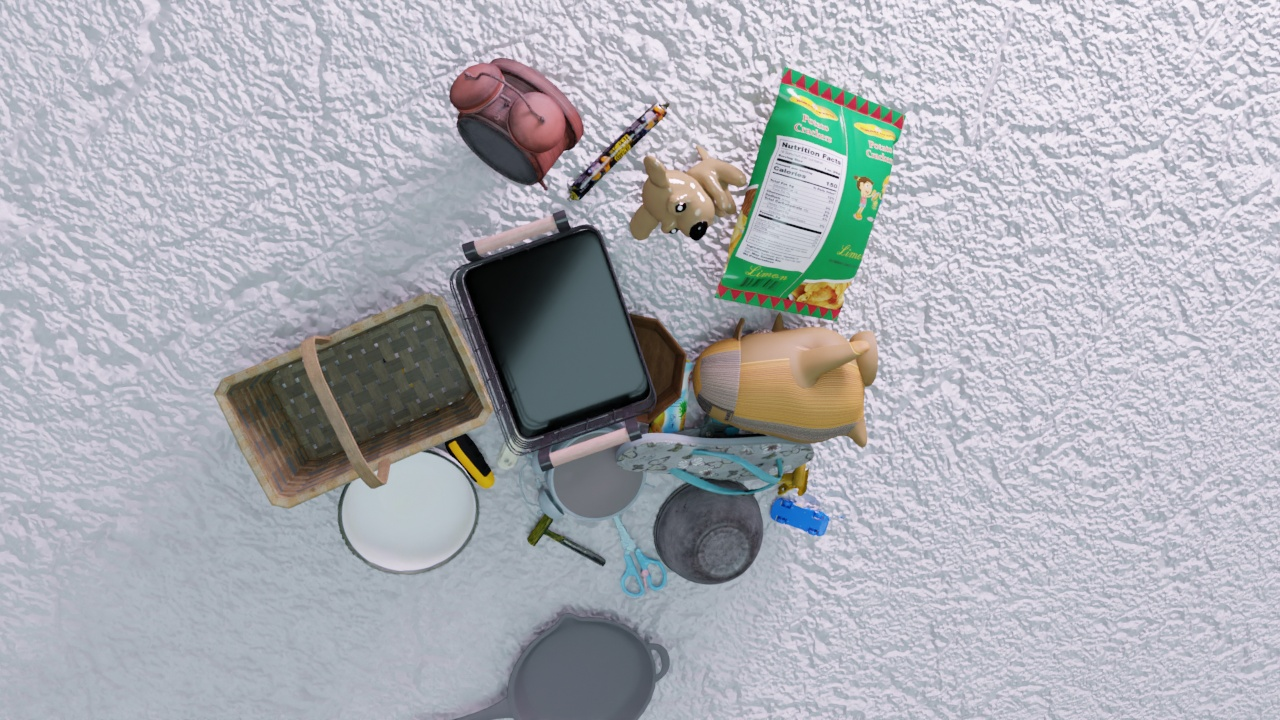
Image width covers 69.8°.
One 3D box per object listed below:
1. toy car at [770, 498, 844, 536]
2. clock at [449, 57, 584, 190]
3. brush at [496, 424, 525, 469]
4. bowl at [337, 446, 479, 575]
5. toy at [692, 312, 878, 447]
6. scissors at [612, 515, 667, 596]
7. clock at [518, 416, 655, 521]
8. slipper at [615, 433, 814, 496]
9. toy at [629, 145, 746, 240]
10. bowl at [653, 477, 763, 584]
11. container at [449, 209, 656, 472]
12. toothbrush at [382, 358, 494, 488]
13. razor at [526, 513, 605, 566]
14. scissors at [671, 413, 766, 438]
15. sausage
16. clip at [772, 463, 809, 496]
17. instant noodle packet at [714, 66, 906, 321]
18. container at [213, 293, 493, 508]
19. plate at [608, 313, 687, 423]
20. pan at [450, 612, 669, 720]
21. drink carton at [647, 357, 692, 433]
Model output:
[{"bbox_3d":[0.221,0.202,1.208,0.092,0.061,0.033,19,103,12],"label":"toy car"},{"bbox_3d":[-0.126,-0.241,0.916,0.120,0.158,0.072,32,76,7],"label":"clock"},{"bbox_3d":[-0.119,0.033,1.078,0.033,0.012,0.218,22,101,-18],"label":"brush"},{"bbox_3d":[-0.263,0.161,1.048,0.153,0.073,0.153,-3,106,-11],"label":"bowl"},{"bbox_3d":[0.161,0.019,1.079,0.203,0.199,0.162,3,64,-4],"label":"toy"},{"bbox_3d":[-0.015,0.242,1.167,0.063,0.015,0.138,-25,104,-1],"label":"scissors"},{"bbox_3d":[-0.066,0.134,1.102,0.159,0.045,0.122,-12,108,-11],"label":"clock"},{"bbox_3d":[0.093,0.131,1.098,0.268,0.054,0.098,5,146,-27],"label":"slipper"},{"bbox_3d":[0.054,-0.183,1.010,0.108,0.134,0.105,-28,69,-22],"label":"toy"},{"bbox_3d":[0.095,0.225,1.154,0.145,0.067,0.145,-4,107,-12],"label":"bowl"},{"bbox_3d":[-0.090,-0.023,0.972,0.163,0.130,0.241,-19,96,-1],"label":"container"},{"bbox_3d":[-0.229,0.070,1.055,0.031,0.031,0.197,-31,106,12],"label":"toothbrush"},{"bbox_3d":[-0.086,0.229,1.138,0.106,0.026,0.042,34,94,-24],"label":"razor"},{"bbox_3d":[0.102,0.080,1.123,0.137,0.019,0.129,-47,122,-14],"label":"scissors"},{"bbox_3d":[-0.026,-0.232,1.017,0.155,0.020,0.020,-44,111,2],"label":"sausage"},{"bbox_3d":[0.194,0.160,1.177,0.047,0.052,0.039,-21,114,25],"label":"clip"},{"bbox_3d":[0.195,-0.177,1.037,0.195,0.090,0.253,8,105,-35],"label":"instant noodle packet"},{"bbox_3d":[-0.289,0.041,0.933,0.250,0.186,0.157,-23,101,-3],"label":"container"},{"bbox_3d":[-0.006,0.006,1.063,0.131,0.025,0.131,4,103,18],"label":"plate"},{"bbox_3d":[-0.135,0.432,1.183,0.354,0.024,0.217,-15,109,-9],"label":"pan"},{"bbox_3d":[0.035,0.054,1.103,0.038,0.044,0.129,3,107,-14],"label":"drink carton"}]
